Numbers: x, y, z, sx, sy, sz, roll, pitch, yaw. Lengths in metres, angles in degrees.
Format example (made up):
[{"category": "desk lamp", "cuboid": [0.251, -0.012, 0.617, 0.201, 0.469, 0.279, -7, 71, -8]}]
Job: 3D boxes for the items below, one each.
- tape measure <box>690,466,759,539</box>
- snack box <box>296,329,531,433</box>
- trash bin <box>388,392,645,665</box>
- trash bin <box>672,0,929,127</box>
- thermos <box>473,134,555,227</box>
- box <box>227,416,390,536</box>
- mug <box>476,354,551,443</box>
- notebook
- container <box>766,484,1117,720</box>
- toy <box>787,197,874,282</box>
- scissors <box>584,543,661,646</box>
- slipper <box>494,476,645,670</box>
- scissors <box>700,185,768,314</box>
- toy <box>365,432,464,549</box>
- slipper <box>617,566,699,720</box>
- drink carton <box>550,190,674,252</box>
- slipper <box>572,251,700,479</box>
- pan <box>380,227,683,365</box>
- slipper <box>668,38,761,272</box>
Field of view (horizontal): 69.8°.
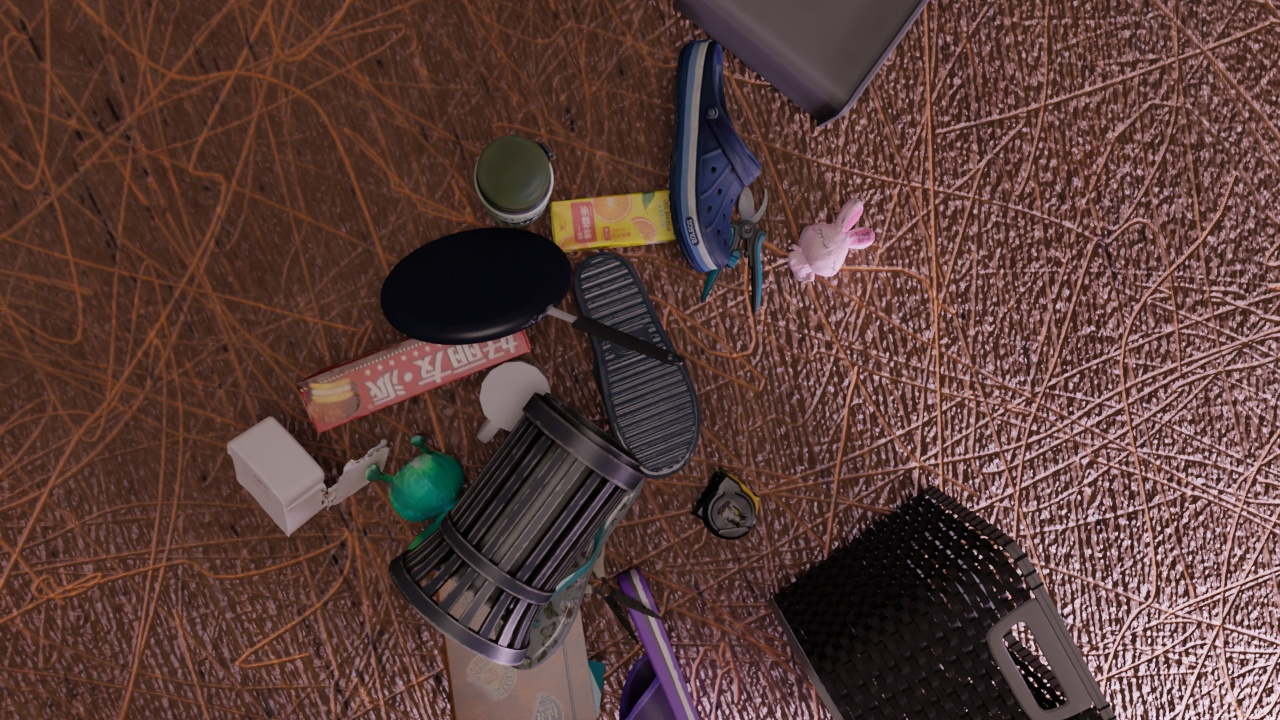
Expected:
[{"category": "tape measure", "cuboid": [0.103, 0.174, 1.083, 0.072, 0.042, 0.071, 34, 88, -12]}, {"category": "snack box", "cuboid": [-0.237, 0.001, 0.987, 0.236, 0.113, 0.060, -22, 98, -4]}, {"category": "trash bin", "cuboid": [-0.115, 0.159, 0.921, 0.164, 0.164, 0.227, 37, 89, -9]}, {"category": "trash bin", "cuboid": [0.180, -0.403, 1.005, 0.220, 0.097, 0.192, 36, 91, -8]}, {"category": "thermos", "cuboid": [-0.124, -0.180, 0.922, 0.082, 0.231, 0.082, -1, 95, -7]}, {"category": "box", "cuboid": [-0.346, 0.111, 0.991, 0.128, 0.109, 0.136, 42, 59, 10]}, {"category": "mug", "cuboid": [-0.146, 0.046, 1.014, 0.073, 0.089, 0.105, 35, 91, -9]}, {"category": "notebook", "cuboid": [-0.134, 0.350, 1.063, 0.178, 0.014, 0.249, -8, 86, -6]}, {"category": "container", "cuboid": [0.317, 0.328, 1.026, 0.243, 0.245, 0.247, -31, 99, 0]}, {"category": "toy", "cuboid": [0.221, -0.136, 1.063, 0.110, 0.047, 0.063, -38, 107, -5]}, {"category": "scissors", "cuboid": [-0.051, 0.244, 1.035, 0.158, 0.012, 0.162, -5, 67, 16]}, {"category": "slipper", "cuboid": [-0.091, 0.210, 1.025, 0.098, 0.055, 0.268, 22, 75, 28]}, {"category": "scissors", "cuboid": [0.118, -0.119, 1.065, 0.156, 0.019, 0.124, -41, 100, 0]}, {"category": "toy", "cuboid": [-0.214, 0.168, 1.023, 0.130, 0.072, 0.193, -43, 103, -18]}, {"category": "slipper", "cuboid": [0.008, 0.379, 1.060, 0.084, 0.107, 0.266, -21, 92, -6]}, {"category": "drink carton", "cuboid": [-0.033, -0.156, 1.032, 0.134, 0.043, 0.058, -7, 94, -7]}, {"category": "slipper", "cuboid": [-0.006, 0.006, 1.039, 0.101, 0.082, 0.263, -18, 78, -6]}, {"category": "pan", "cuboid": [-0.107, -0.059, 0.915, 0.198, 0.357, 0.021, -44, 143, -36]}, {"category": "slipper", "cuboid": [0.083, -0.224, 1.001, 0.095, 0.105, 0.253, 0, 93, 12]}]
